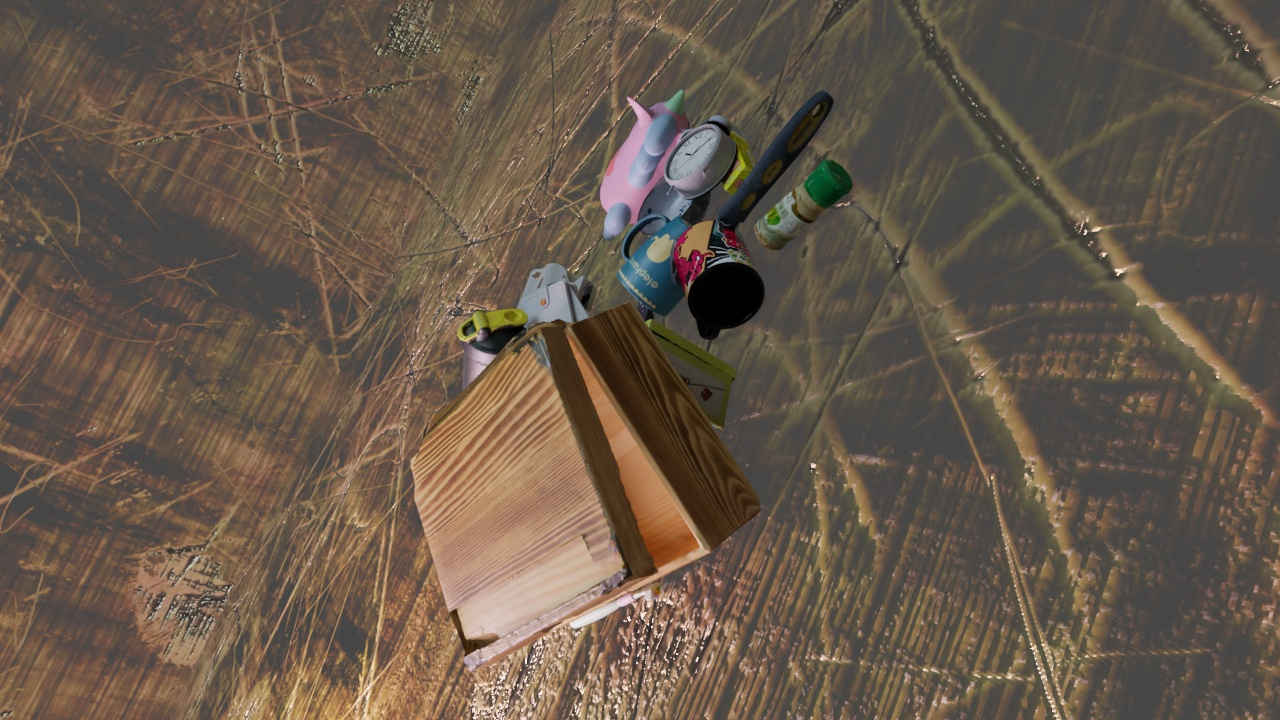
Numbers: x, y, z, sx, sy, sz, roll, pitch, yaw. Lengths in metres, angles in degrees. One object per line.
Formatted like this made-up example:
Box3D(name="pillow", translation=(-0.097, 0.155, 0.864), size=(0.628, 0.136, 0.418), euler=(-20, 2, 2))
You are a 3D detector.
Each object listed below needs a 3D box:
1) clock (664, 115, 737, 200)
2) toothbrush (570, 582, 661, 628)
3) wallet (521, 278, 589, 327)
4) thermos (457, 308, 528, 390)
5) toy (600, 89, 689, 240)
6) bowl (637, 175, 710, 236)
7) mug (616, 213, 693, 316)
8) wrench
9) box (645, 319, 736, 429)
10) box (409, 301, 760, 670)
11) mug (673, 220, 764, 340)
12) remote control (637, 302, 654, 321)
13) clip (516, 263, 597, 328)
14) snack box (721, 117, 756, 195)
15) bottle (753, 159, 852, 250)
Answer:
Box3D(name="clock", translation=(0.075, -0.258, 1.147), size=(0.095, 0.035, 0.122), euler=(-17, 49, 43))
Box3D(name="toothbrush", translation=(-0.029, 0.254, 0.942), size=(0.155, 0.015, 0.022), euler=(-36, 5, 44))
Box3D(name="wallet", translation=(-0.113, -0.058, 1.331), size=(0.116, 0.037, 0.118), euler=(-21, 73, 32))
Box3D(name="thermos", translation=(-0.228, 0.018, 1.381), size=(0.098, 0.098, 0.221), euler=(-92, 13, -47))
Box3D(name="toy", translation=(0.003, -0.266, 1.280), size=(0.222, 0.120, 0.171), euler=(-62, 5, 7))
Box3D(name="bowl", translation=(0.053, -0.199, 1.197), size=(0.114, 0.045, 0.114), euler=(-32, 38, 29))
Box3D(name="mug", translation=(0.027, -0.129, 1.125), size=(0.104, 0.084, 0.112), euler=(-47, 62, 15))
Box3D(name="wrench", translation=(0.126, -0.194, 1.049), size=(0.273, 0.073, 0.022), euler=(-52, 27, 7))
Box3D(name="box", translation=(-0.014, 0.046, 1.001), size=(0.222, 0.124, 0.079), euler=(-28, 41, 53))
Box3D(name="box", translation=(-0.086, 0.114, 0.858), size=(0.191, 0.251, 0.280), euler=(-24, -11, -47))
Box3D(name="mug", translation=(0.081, -0.079, 1.009), size=(0.098, 0.082, 0.118), euler=(-102, 19, -54))
Box3D(name="remote control", translation=(0.007, -0.062, 1.191), size=(0.032, 0.015, 0.136), euler=(-24, 42, 53))
Box3D(name="clip", translation=(-0.121, -0.085, 1.428), size=(0.152, 0.101, 0.126), euler=(2, 64, 31))
Box3D(name="snack box", translation=(0.117, -0.257, 1.163), size=(0.040, 0.029, 0.147), euler=(-48, 28, 27))
Box3D(name="bottle", translation=(0.168, -0.161, 0.957), size=(0.111, 0.043, 0.043), euler=(-41, 32, 39))
